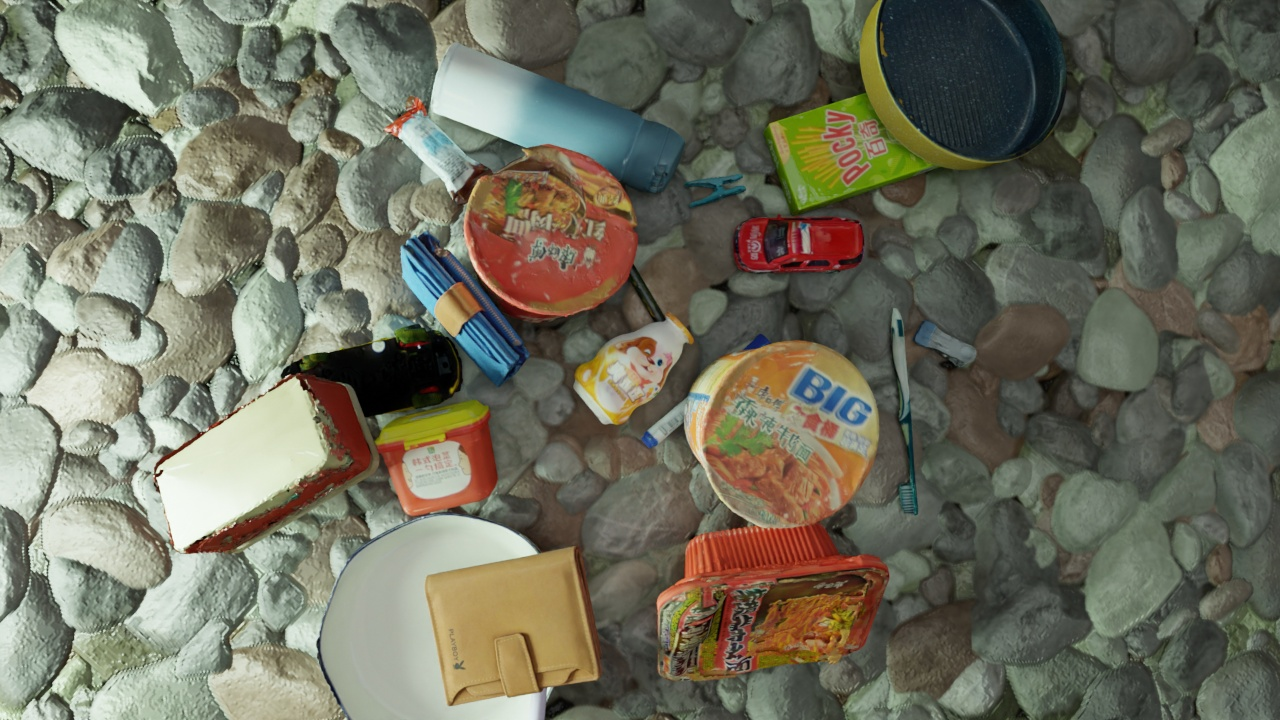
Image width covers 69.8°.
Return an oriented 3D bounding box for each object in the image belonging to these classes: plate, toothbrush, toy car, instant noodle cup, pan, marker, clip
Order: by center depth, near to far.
[{"bbox_3d":[-0.084,0.258,0.758,0.029,0.021,0.189,6,87,-37],"label":"toothbrush"},{"bbox_3d":[0.102,0.198,0.764,0.188,0.165,0.079,-5,48,-5],"label":"instant noodle cup"},{"bbox_3d":[-0.080,-0.093,0.768,0.138,0.109,0.137,2,80,-13],"label":"instant noodle cup"},{"bbox_3d":[0.108,0.055,0.774,0.151,0.111,0.151,-1,96,-12],"label":"instant noodle cup"},{"bbox_3d":[-0.165,0.231,0.784,0.205,0.045,0.205,0,87,-4],"label":"plate"},{"bbox_3d":[-0.233,0.016,0.790,0.156,0.041,0.071,-14,88,-2],"label":"toy car"},{"bbox_3d":[0.280,-0.349,0.821,0.197,0.078,0.357,-11,85,-18],"label":"pan"},{"bbox_3d":[-0.014,-0.091,0.827,0.012,0.017,0.186,-30,90,-9],"label":"toothbrush"},{"bbox_3d":[0.060,0.028,0.828,0.145,0.017,0.017,-40,91,-6],"label":"marker"},{"bbox_3d":[0.144,-0.106,0.830,0.120,0.045,0.053,-3,86,-3],"label":"toy car"},{"bbox_3d":[0.069,-0.157,0.840,0.056,0.014,0.041,-12,89,-4],"label":"clip"},{"bbox_3d":[0.240,0.047,0.844,0.018,0.016,0.191,-5,88,5],"label":"toothbrush"},{"bbox_3d":[0.282,-0.014,0.848,0.057,0.028,0.024,33,83,7],"label":"clip"}]

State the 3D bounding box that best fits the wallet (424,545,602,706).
[{"bbox_3d":[-0.102,0.214,0.738,0.132,0.031,0.107,-12,84,10],"label":"wallet"}]

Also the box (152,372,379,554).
[{"bbox_3d":[-0.304,0.086,0.730,0.168,0.078,0.091,-30,72,14],"label":"box"}]

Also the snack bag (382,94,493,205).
[{"bbox_3d":[-0.180,-0.186,0.813,0.105,0.026,0.045,45,75,-2],"label":"snack bag"}]

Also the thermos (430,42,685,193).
[{"bbox_3d":[-0.070,-0.209,0.807,0.220,0.070,0.070,20,85,-5],"label":"thermos"}]

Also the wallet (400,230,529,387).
[{"bbox_3d":[-0.150,-0.038,0.769,0.040,0.106,0.133,-42,92,-18],"label":"wallet"}]

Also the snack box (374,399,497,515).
[{"bbox_3d":[-0.168,0.083,0.775,0.091,0.082,0.080,-13,96,1],"label":"snack box"}]

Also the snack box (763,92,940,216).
[{"bbox_3d":[0.201,-0.198,0.848,0.156,0.026,0.085,-18,88,-5],"label":"snack box"}]

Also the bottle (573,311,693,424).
[{"bbox_3d":[-0.005,0.005,0.799,0.108,0.063,0.063,-41,91,-5],"label":"bottle"}]
